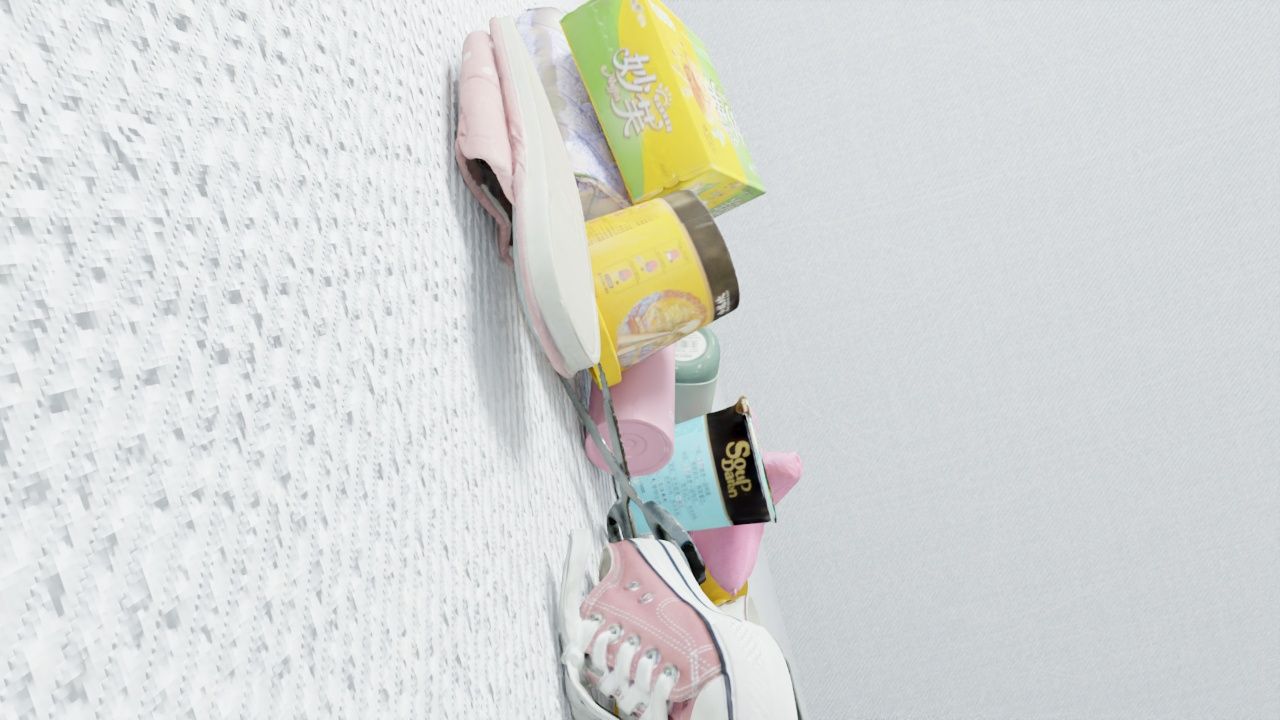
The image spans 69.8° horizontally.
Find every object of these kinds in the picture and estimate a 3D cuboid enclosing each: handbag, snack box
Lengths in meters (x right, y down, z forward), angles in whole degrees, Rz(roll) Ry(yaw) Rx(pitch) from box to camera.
[{"bbox_3d":[-0.050,-0.182,0.757,0.134,0.076,0.193,38,34,-51],"label":"handbag"},{"bbox_3d":[0.027,-0.203,0.758,0.157,0.070,0.209,68,19,2],"label":"snack box"}]

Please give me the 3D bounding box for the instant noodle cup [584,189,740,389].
[{"bbox_3d":[-0.002,-0.056,0.642,0.118,0.114,0.118,155,-89,-83],"label":"instant noodle cup"}]

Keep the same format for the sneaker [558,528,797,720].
[{"bbox_3d":[0.002,0.157,0.478,0.241,0.087,0.118,-144,-121,-70],"label":"sneaker"}]

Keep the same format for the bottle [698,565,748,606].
[{"bbox_3d":[0.079,0.211,1.011,0.189,0.068,0.068,-97,169,-45],"label":"bottle"}]

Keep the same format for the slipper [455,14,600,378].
[{"bbox_3d":[-0.072,-0.104,0.549,0.114,0.054,0.274,65,10,-55],"label":"slipper"}]

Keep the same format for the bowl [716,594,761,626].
[{"bbox_3d":[0.073,0.257,0.763,0.113,0.062,0.113,-11,89,-81],"label":"bowl"}]

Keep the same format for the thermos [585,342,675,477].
[{"bbox_3d":[-0.004,0.004,0.738,0.198,0.067,0.087,-89,175,-48],"label":"thermos"}]

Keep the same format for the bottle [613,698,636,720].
[{"bbox_3d":[0.024,0.238,0.567,0.063,0.063,0.108,-92,166,-59],"label":"bottle"}]

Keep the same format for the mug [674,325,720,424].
[{"bbox_3d":[0.025,0.024,0.879,0.111,0.082,0.106,-46,156,-32],"label":"mug"}]

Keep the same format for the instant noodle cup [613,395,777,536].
[{"bbox_3d":[0.043,0.095,0.765,0.111,0.120,0.111,-12,89,-83],"label":"instant noodle cup"}]

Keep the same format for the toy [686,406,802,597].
[{"bbox_3d":[0.082,0.139,0.864,0.074,0.195,0.178,22,38,-28],"label":"toy"}]

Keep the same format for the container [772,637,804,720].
[{"bbox_3d":[0.117,0.346,0.964,0.114,0.090,0.090,40,36,-83],"label":"container"}]

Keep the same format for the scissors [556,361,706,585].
[{"bbox_3d":[-0.011,0.082,0.620,0.181,0.014,0.160,51,-32,26],"label":"scissors"}]
